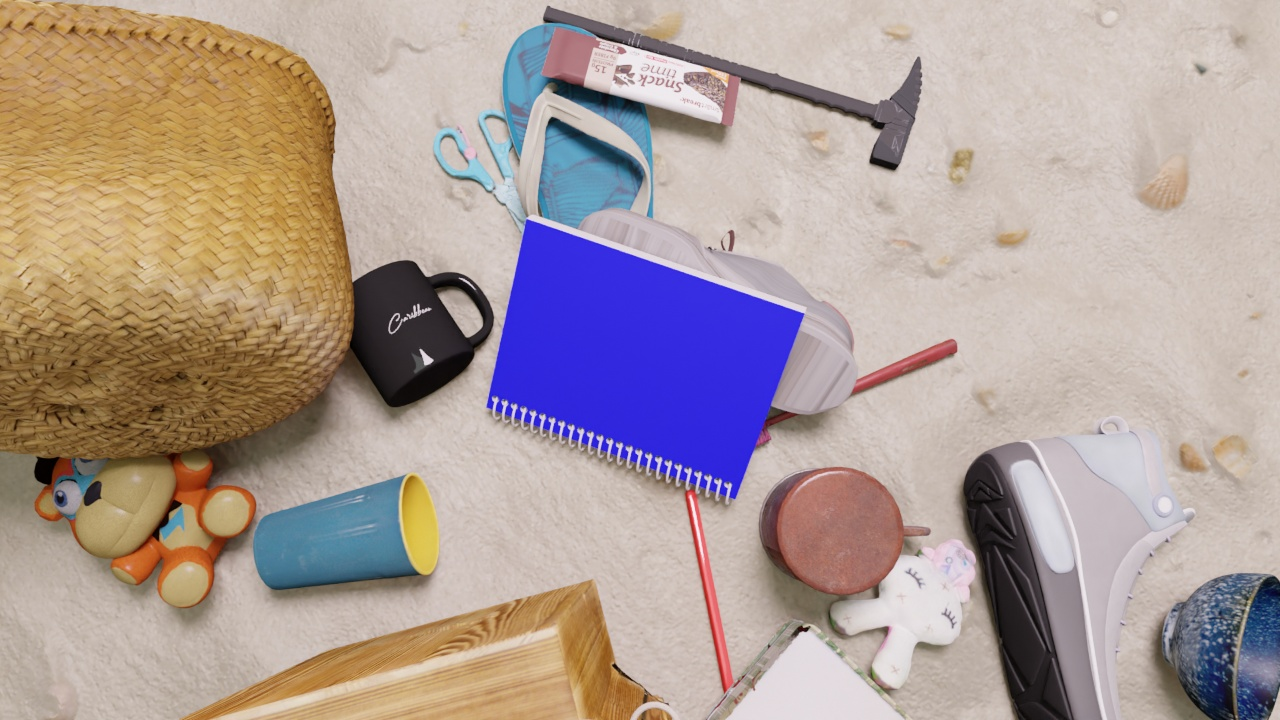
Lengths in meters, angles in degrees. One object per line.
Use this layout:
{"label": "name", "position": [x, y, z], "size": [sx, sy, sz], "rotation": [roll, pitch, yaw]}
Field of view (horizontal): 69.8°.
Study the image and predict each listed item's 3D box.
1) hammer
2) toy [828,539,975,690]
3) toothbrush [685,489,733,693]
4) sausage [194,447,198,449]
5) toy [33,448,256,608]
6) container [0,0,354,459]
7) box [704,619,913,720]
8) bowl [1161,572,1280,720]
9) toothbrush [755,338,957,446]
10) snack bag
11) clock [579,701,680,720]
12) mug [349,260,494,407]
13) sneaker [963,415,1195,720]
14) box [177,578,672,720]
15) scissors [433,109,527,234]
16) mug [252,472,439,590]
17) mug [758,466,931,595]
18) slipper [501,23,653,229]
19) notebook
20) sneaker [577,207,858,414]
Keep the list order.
{"label": "hammer", "position": [0.075, -0.253, 0.774], "size": [0.325, 0.015, 0.095], "rotation": [18, 83, 5]}
{"label": "toy", "position": [0.206, 0.185, 0.696], "size": [0.122, 0.038, 0.079], "rotation": [-42, 76, -7]}
{"label": "toothbrush", "position": [0.064, 0.205, 0.710], "size": [0.018, 0.012, 0.212], "rotation": [-9, 81, -11]}
{"label": "sausage", "position": [-0.324, 0.007, 0.747], "size": [0.020, 0.020, 0.155], "rotation": [30, 84, 5]}
{"label": "toy", "position": [-0.383, 0.108, 0.704], "size": [0.176, 0.096, 0.112], "rotation": [27, 85, 16]}
{"label": "container", "position": [-0.339, -0.059, 0.595], "size": [0.307, 0.307, 0.196], "rotation": [-13, 71, 0]}
{"label": "box", "position": [0.153, 0.299, 0.668], "size": [0.205, 0.051, 0.117], "rotation": [42, 78, 6]}
{"label": "bowl", "position": [0.420, 0.207, 0.668], "size": [0.114, 0.061, 0.114], "rotation": [-2, 94, -40]}
{"label": "toothbrush", "position": [0.165, 0.027, 0.731], "size": [0.190, 0.016, 0.016], "rotation": [-24, 86, -2]}
{"label": "snack bag", "position": [0.002, -0.230, 0.742], "size": [0.158, 0.013, 0.056], "rotation": [15, 62, -4]}
{"label": "clock", "position": [-0.044, 0.208, 0.415], "size": [0.157, 0.061, 0.103], "rotation": [-41, 83, 3]}
{"label": "mug", "position": [-0.172, -0.028, 0.724], "size": [0.113, 0.078, 0.088], "rotation": [-30, 81, -29]}
{"label": "sneaker", "position": [0.346, 0.176, 0.675], "size": [0.160, 0.093, 0.256], "rotation": [-13, 83, -9]}
{"label": "box", "position": [-0.074, 0.325, 0.567], "size": [0.286, 0.279, 0.336], "rotation": [-17, 80, -1]}
{"label": "scissors", "position": [-0.109, -0.151, 0.769], "size": [0.076, 0.015, 0.141], "rotation": [-38, 88, -7]}
{"label": "mug", "position": [-0.225, 0.136, 0.701], "size": [0.121, 0.078, 0.078], "rotation": [-12, 82, 5]}
{"label": "mug", "position": [0.153, 0.124, 0.673], "size": [0.123, 0.110, 0.096], "rotation": [-1, 87, 2]}
{"label": "slipper", "position": [-0.042, -0.142, 0.737], "size": [0.118, 0.060, 0.294], "rotation": [-8, 82, -7]}
{"label": "notebook", "position": [-0.004, 0.004, 0.690], "size": [0.209, 0.022, 0.172], "rotation": [20, 116, 7]}
{"label": "sneaker", "position": [0.062, -0.049, 0.710], "size": [0.236, 0.089, 0.099], "rotation": [32, 118, 0]}
